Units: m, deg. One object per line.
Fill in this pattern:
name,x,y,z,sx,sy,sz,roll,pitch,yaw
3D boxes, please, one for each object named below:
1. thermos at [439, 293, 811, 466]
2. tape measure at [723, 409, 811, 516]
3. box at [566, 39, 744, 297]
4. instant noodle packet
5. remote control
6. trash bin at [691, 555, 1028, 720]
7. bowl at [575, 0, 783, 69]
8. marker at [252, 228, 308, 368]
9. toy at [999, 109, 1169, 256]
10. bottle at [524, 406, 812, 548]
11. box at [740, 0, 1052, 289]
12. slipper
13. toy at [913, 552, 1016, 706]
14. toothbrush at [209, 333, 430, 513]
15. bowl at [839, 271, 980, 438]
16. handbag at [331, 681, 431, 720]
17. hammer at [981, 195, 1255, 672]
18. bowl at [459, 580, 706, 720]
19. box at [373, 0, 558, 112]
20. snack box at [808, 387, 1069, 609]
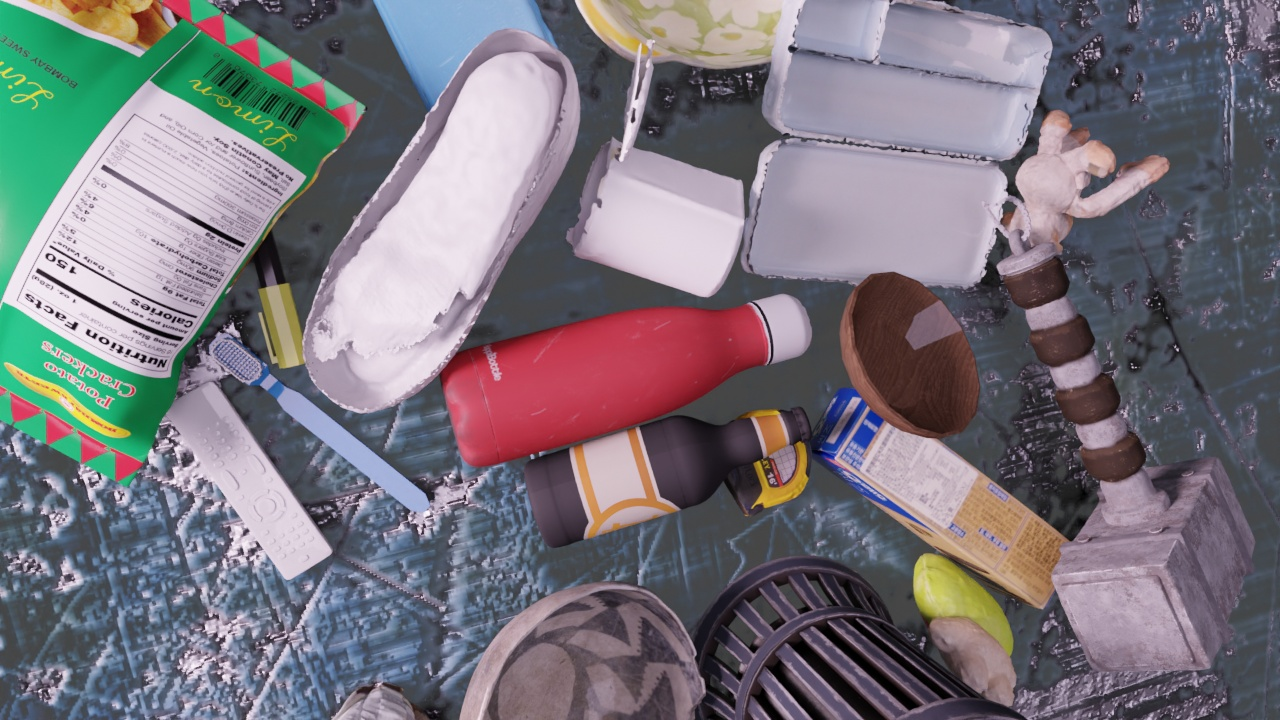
thermos,-0.004,0.003,0.585,0.239,0.073,0.073,-15,99,-12
tape measure,0.085,0.066,0.630,0.064,0.037,0.065,-29,88,-4
box,0.025,-0.109,0.551,0.106,0.151,0.080,14,52,-13
instant noodle packet,-0.301,-0.086,0.494,0.195,0.090,0.253,33,92,-12
remote control,-0.240,0.074,0.566,0.033,0.012,0.131,-32,102,-6
trash bin,0.140,0.234,0.563,0.164,0.227,0.164,-1,96,-14
bowl,0.043,-0.274,0.575,0.188,0.060,0.219,44,86,-14
marker,-0.226,-0.056,0.554,0.021,0.017,0.124,-14,97,-12
toy,0.301,-0.114,0.648,0.074,0.085,0.106,10,115,-46
bottle,0.020,0.066,0.588,0.181,0.059,0.059,-17,99,0
box,0.169,-0.139,0.606,0.208,0.037,0.189,-1,115,-23
slipper,-0.117,-0.076,0.538,0.112,0.074,0.247,38,103,18
toy,0.230,0.191,0.646,0.092,0.115,0.046,42,114,-16
toothbrush,-0.197,0.042,0.572,0.166,0.014,0.016,43,85,-14
bowl,0.172,0.000,0.607,0.117,0.030,0.117,15,60,-28
handbag,-0.152,0.281,0.526,0.123,0.171,0.112,33,87,-14
hammer,0.314,0.034,0.637,0.176,0.080,0.326,-27,94,-44
bowl,-0.049,0.224,0.583,0.178,0.081,0.178,0,90,-41
box,-0.132,-0.263,0.549,0.093,0.052,0.231,-25,101,6
snack box,0.213,0.098,0.657,0.206,0.057,0.056,36,83,-14
